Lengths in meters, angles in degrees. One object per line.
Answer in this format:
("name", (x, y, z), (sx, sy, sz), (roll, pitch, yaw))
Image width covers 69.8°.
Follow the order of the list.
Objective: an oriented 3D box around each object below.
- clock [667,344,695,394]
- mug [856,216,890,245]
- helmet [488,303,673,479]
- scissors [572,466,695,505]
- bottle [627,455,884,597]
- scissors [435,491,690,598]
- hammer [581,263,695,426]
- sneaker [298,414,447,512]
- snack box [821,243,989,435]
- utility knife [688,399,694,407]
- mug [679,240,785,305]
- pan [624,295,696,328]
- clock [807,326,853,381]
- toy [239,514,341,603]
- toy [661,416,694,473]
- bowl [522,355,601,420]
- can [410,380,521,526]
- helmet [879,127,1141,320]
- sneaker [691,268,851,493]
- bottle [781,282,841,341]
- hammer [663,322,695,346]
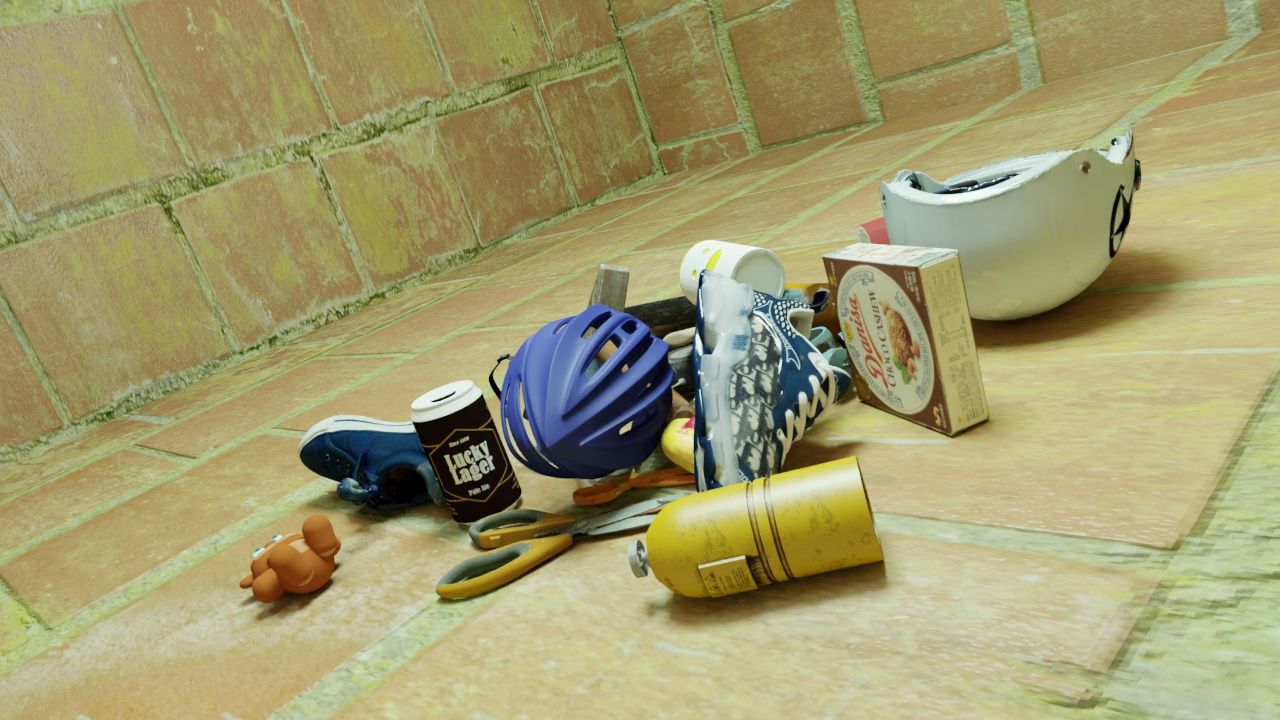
("clock", (0.070, 0.008, 1.038), (0.122, 0.044, 0.091), (-19, 10, -20))
("mug", (0.345, -0.158, 1.216), (0.096, 0.080, 0.116), (-18, 9, 5))
("helmet", (-0.077, 0.043, 0.867), (0.228, 0.148, 0.240), (-23, 12, 34))
("scissors", (0.004, 0.107, 0.846), (0.133, 0.012, 0.083), (-12, 14, 10))
("bottle", (0.072, 0.117, 0.615), (0.164, 0.071, 0.071), (-15, 16, 13))
("scissors", (-0.067, 0.144, 0.792), (0.225, 0.016, 0.166), (-19, 16, -2))
("hammer", (-0.006, 0.006, 1.023), (0.037, 0.158, 0.301), (6, 20, -23))
("sneaker", (-0.296, 0.128, 1.004), (0.295, 0.121, 0.127), (-4, 44, 38))
("snack box", (0.222, -0.024, 0.779), (0.041, 0.143, 0.147), (-21, 16, -14))
("utility knife", (0.085, 0.028, 0.944), (0.022, 0.015, 0.158), (-55, -16, 24))
("mug", (0.107, -0.097, 1.081), (0.082, 0.082, 0.106), (-26, 22, -23))
("pan", (0.020, -0.068, 1.336), (0.207, 0.040, 0.357), (-12, 2, -17))
("clock", (0.174, 0.002, 0.906), (0.124, 0.053, 0.089), (-23, 10, 33))
("toy", (-0.340, 0.189, 0.879), (0.128, 0.065, 0.094), (-12, 18, 43))
("toy", (0.080, 0.057, 0.831), (0.106, 0.067, 0.137), (6, 31, 25))
("bowl", (-0.073, 0.049, 1.016), (0.110, 0.055, 0.110), (-35, -20, -15))
("can", (-0.167, 0.090, 0.883), (0.072, 0.128, 0.071), (-18, 16, 5))
("helmet", (0.375, -0.130, 0.927), (0.237, 0.164, 0.263), (-4, 15, 34))
("sneaker", (0.109, 0.028, 0.754), (0.132, 0.103, 0.268), (3, 44, 2))
("bottle", (0.206, -0.055, 1.048), (0.067, 0.068, 0.157), (-28, 17, -28))
("hammer", (0.075, -0.037, 1.068), (0.119, 0.030, 0.330), (-11, 0, 15))
